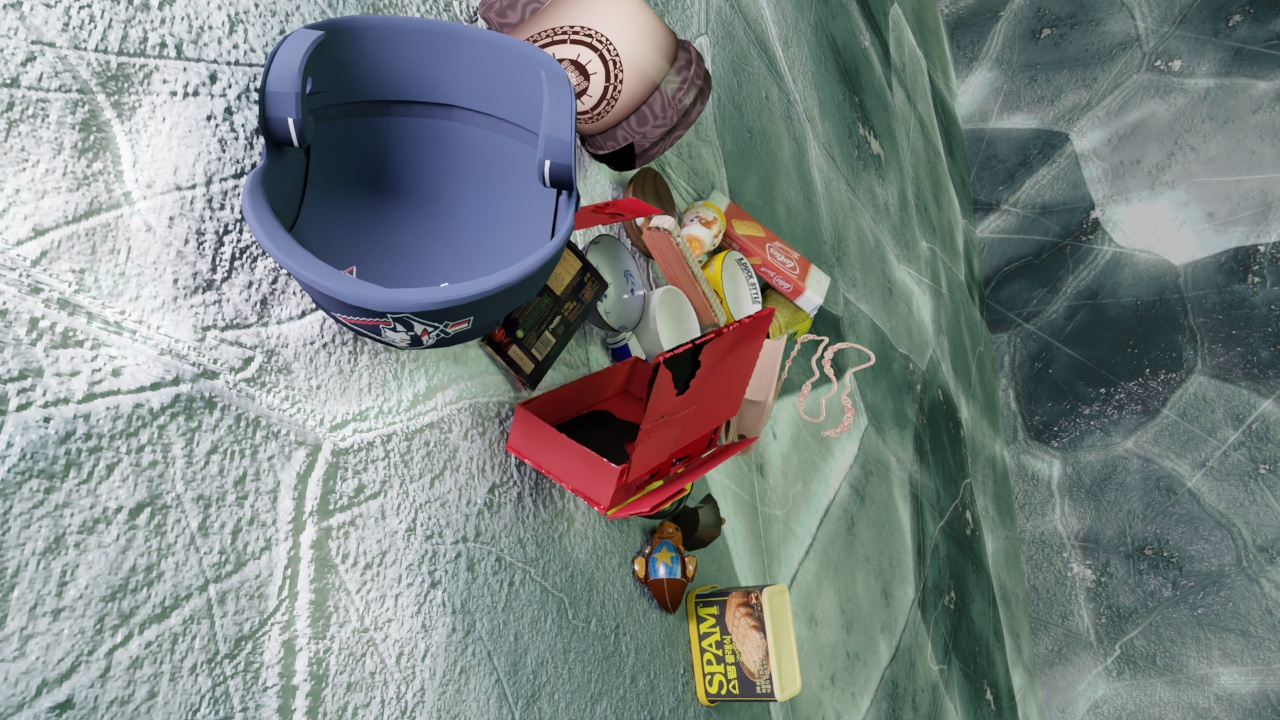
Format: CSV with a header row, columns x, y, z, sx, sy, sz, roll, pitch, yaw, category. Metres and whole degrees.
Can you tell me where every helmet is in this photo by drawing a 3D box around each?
x,y,z,sx,sy,sz,roll,pitch,yaw,category
-0.164,-0.107,0.678,0.271,0.232,0.224,-91,-169,-56,helmet

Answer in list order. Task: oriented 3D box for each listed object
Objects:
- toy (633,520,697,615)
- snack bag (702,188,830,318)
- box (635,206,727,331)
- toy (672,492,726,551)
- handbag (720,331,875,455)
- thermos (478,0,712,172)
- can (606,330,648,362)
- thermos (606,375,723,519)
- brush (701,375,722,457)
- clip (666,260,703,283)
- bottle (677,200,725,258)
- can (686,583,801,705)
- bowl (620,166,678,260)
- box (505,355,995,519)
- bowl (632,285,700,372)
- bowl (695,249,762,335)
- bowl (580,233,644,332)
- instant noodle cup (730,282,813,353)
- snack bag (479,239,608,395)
x,y,z,sx,sy,sz,roll,pitch,yaw,category
0.033,0.238,1.051,0.090,0.071,0.103,-86,170,-47,toy
0.176,-0.157,1.323,0.225,0.041,0.077,36,41,-6,snack bag
0.055,-0.111,1.136,0.187,0.054,0.078,57,4,-39,box
0.075,0.195,1.114,0.100,0.062,0.076,10,108,-62,toy
0.205,0.064,1.239,0.198,0.187,0.117,-66,165,-49,handbag
-0.052,-0.343,1.009,0.226,0.173,0.172,40,47,-35,thermos
-0.006,0.006,1.071,0.095,0.032,0.032,62,35,-23,can
0.034,0.096,1.048,0.098,0.098,0.220,66,29,-17,thermos
0.076,0.091,1.171,0.030,0.041,0.171,71,27,-44,brush
0.059,-0.111,1.213,0.045,0.054,0.049,-97,179,-49,clip
0.078,-0.172,1.231,0.063,0.063,0.108,64,26,-20,bottle
0.123,0.335,1.089,0.075,0.105,0.135,9,71,-56,can
0.005,-0.181,1.154,0.119,0.032,0.119,17,70,-58,bowl
0.091,0.076,0.846,0.211,0.411,0.107,-22,111,-52,box
0.025,-0.035,1.118,0.104,0.054,0.104,23,62,-53,bowl
0.111,-0.088,1.259,0.117,0.068,0.117,26,57,-51,bowl
-0.045,-0.082,1.030,0.114,0.045,0.114,27,57,-52,bowl
0.188,-0.058,1.353,0.108,0.102,0.102,-33,107,-47,instant noodle cup
-0.092,-0.048,0.923,0.074,0.018,0.154,50,58,-27,snack bag
